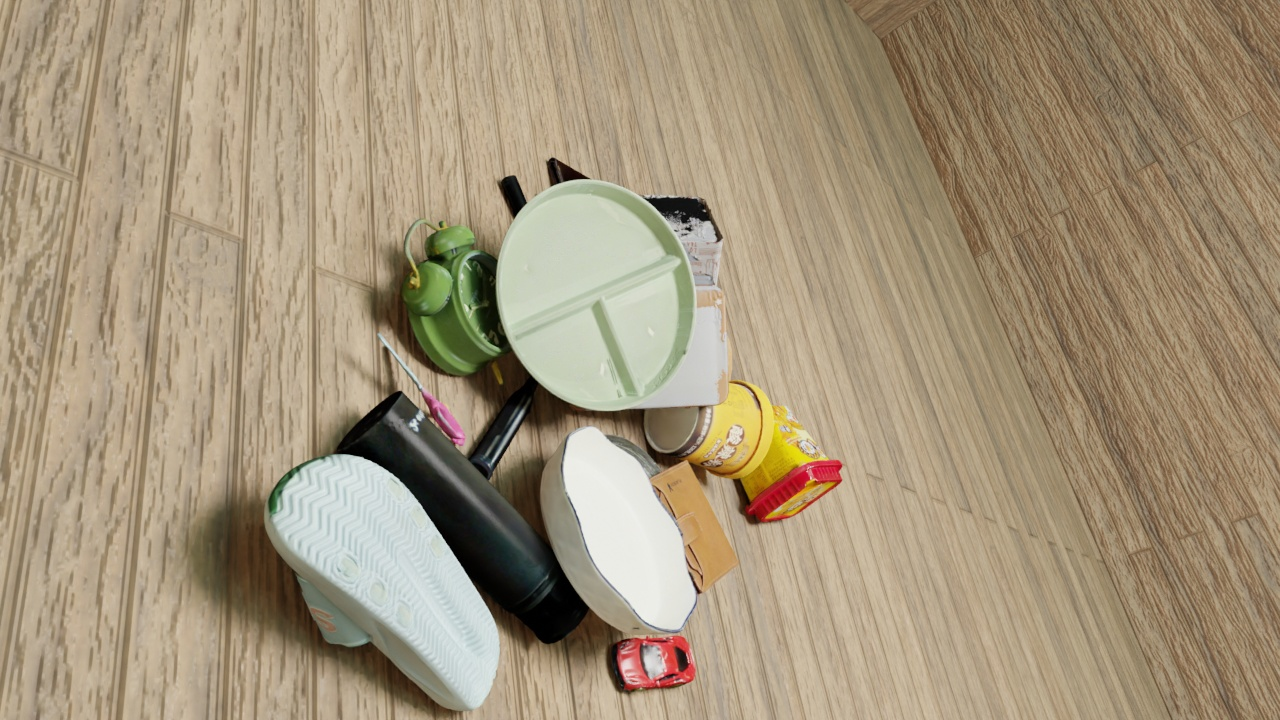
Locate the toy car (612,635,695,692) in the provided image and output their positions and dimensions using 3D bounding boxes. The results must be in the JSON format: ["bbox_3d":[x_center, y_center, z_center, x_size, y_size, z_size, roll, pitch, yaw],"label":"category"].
[{"bbox_3d":[0.014,0.290,0.881,0.106,0.031,0.049,16,51,-46],"label":"toy car"}]

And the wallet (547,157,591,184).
[{"bbox_3d":[-0.063,-0.204,1.187,0.122,0.020,0.096,21,37,-44],"label":"wallet"}]

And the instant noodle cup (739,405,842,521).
[{"bbox_3d":[0.176,0.128,1.180,0.116,0.116,0.123,7,47,-52],"label":"instant noodle cup"}]

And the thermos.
[{"bbox_3d":[-0.142,0.132,0.769,0.242,0.068,0.090,50,2,-18],"label":"thermos"}]

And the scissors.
[{"bbox_3d":[-0.184,0.030,0.792,0.133,0.017,0.131,45,-12,31],"label":"scissors"}]

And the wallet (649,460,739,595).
[{"bbox_3d":[0.049,0.179,0.982,0.130,0.035,0.118,64,24,6],"label":"wallet"}]

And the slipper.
[{"bbox_3d":[-0.185,0.167,0.665,0.245,0.074,0.103,60,26,-31],"label":"slipper"}]

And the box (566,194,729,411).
[{"bbox_3d":[0.001,-0.077,1.013,0.179,0.133,0.271,-1,62,-9],"label":"box"}]

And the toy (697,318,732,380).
[{"bbox_3d":[0.062,-0.060,1.188,0.143,0.082,0.225,79,-2,-62],"label":"toy"}]

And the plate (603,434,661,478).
[{"bbox_3d":[-0.015,0.163,0.953,0.179,0.024,0.179,37,37,-35],"label":"plate"}]

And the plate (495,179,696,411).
[{"bbox_3d":[-0.042,-0.064,0.905,0.229,0.028,0.230,6,80,-34],"label":"plate"}]

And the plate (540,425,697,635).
[{"bbox_3d":[-0.022,0.159,0.839,0.205,0.046,0.204,51,18,-24],"label":"plate"}]

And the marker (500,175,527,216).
[{"bbox_3d":[-0.130,-0.153,1.059,0.022,0.020,0.132,-14,77,-42],"label":"marker"}]

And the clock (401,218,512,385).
[{"bbox_3d":[-0.169,-0.060,0.856,0.161,0.056,0.115,55,29,-34],"label":"clock"}]

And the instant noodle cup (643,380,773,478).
[{"bbox_3d":[0.076,0.072,1.075,0.114,0.119,0.118,17,50,-39],"label":"instant noodle cup"}]

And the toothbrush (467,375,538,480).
[{"bbox_3d":[-0.119,0.045,0.901,0.027,0.026,0.212,39,34,-9],"label":"toothbrush"}]
